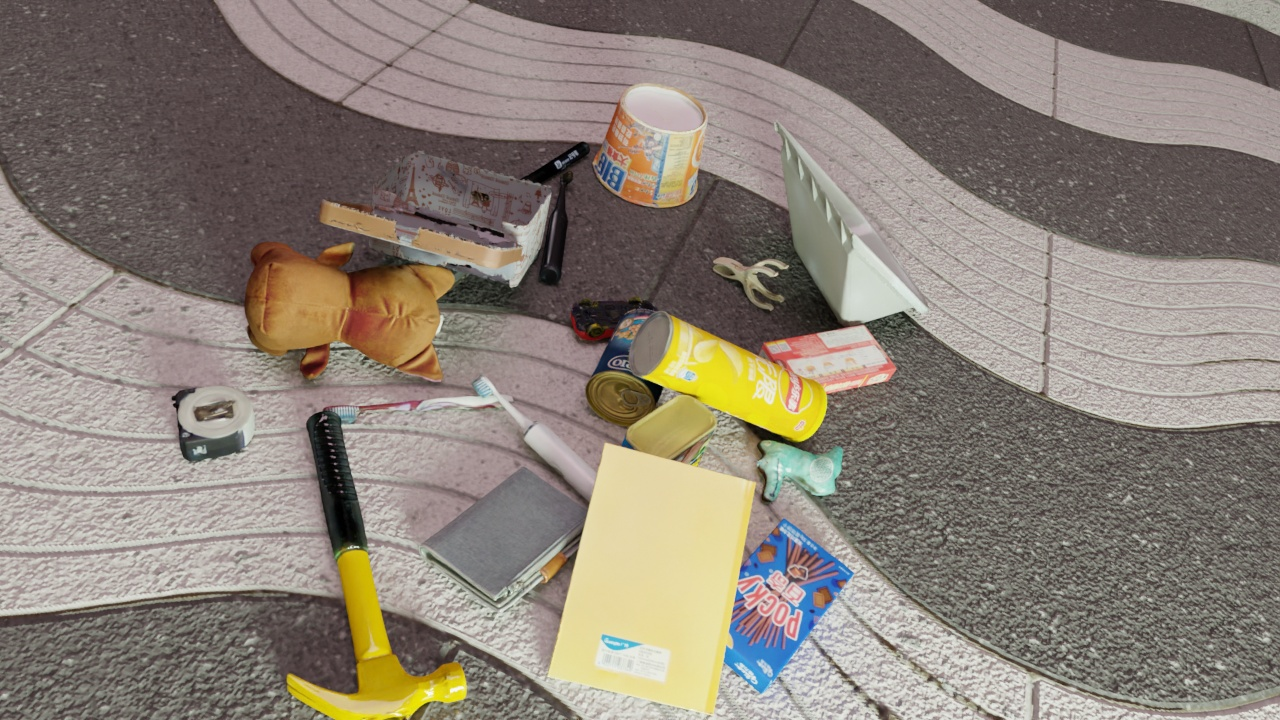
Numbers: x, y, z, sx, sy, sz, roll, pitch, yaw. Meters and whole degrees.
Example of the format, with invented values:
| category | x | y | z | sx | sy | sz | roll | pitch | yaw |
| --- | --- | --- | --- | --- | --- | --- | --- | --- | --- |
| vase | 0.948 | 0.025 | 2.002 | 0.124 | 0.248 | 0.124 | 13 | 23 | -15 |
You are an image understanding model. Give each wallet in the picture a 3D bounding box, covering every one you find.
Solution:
| category | x | y | z | sx | sy | sz | roll | pitch | yaw |
| --- | --- | --- | --- | --- | --- | --- | --- | --- | --- |
| wallet | -0.114 | 0.161 | 0.823 | 0.106 | 0.037 | 0.129 | 29 | 44 | 26 |

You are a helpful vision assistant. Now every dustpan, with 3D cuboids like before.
| category | x | y | z | sx | sy | sz | roll | pitch | yaw |
| --- | --- | --- | --- | --- | --- | --- | --- | --- | --- |
| dustpan | 0.281 | -0.161 | 1.148 | 0.142 | 0.258 | 0.222 | -20 | 52 | -3 |

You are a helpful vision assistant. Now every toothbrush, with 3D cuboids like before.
| category | x | y | z | sx | sy | sz | roll | pitch | yaw |
| --- | --- | --- | --- | --- | --- | --- | --- | --- | --- |
| toothbrush | -0.217 | 0.048 | 0.913 | 0.187 | 0.016 | 0.017 | -3 | 56 | -20 |
| toothbrush | -0.102 | -0.174 | 1.153 | 0.026 | 0.027 | 0.212 | 41 | 35 | -32 |
| toothbrush | -0.086 | 0.087 | 0.900 | 0.221 | 0.027 | 0.026 | 41 | 63 | 17 |

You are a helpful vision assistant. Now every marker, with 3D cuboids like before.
| category | x | y | z | sx | sy | sz | roll | pitch | yaw |
| --- | --- | --- | --- | --- | --- | --- | --- | --- | --- |
| marker | -0.115 | -0.264 | 1.242 | 0.022 | 0.020 | 0.131 | 10 | 38 | 35 |

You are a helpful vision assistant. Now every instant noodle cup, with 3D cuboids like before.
| category | x | y | z | sx | sy | sz | roll | pitch | yaw |
| --- | --- | --- | --- | --- | --- | --- | --- | --- | --- |
| instant noodle cup | 0.019 | -0.298 | 1.250 | 0.151 | 0.112 | 0.151 | 9 | 45 | -10 |

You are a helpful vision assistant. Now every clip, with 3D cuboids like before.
| category | x | y | z | sx | sy | sz | roll | pitch | yaw |
| --- | --- | --- | --- | --- | --- | --- | --- | --- | --- |
| clip | 0.143 | -0.112 | 1.146 | 0.101 | 0.097 | 0.034 | 46 | 50 | 11 |

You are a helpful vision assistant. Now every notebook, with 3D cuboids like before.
| category | x | y | z | sx | sy | sz | roll | pitch | yaw |
| --- | --- | --- | --- | --- | --- | --- | --- | --- | --- |
| notebook | 0.014 | 0.185 | 0.798 | 0.146 | 0.010 | 0.206 | 14 | 69 | -4 |

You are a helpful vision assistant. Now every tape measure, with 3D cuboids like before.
| category | x | y | z | sx | sy | sz | roll | pitch | yaw |
| --- | --- | --- | --- | --- | --- | --- | --- | --- | --- |
| tape measure | -0.389 | 0.055 | 0.840 | 0.066 | 0.034 | 0.065 | -11 | 53 | -26 |

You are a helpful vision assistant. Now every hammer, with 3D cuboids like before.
| category | x | y | z | sx | sy | sz | roll | pitch | yaw |
| --- | --- | --- | --- | --- | --- | --- | --- | --- | --- |
| hammer | -0.246 | 0.166 | 0.780 | 0.128 | 0.033 | 0.300 | -7 | 50 | -25 |

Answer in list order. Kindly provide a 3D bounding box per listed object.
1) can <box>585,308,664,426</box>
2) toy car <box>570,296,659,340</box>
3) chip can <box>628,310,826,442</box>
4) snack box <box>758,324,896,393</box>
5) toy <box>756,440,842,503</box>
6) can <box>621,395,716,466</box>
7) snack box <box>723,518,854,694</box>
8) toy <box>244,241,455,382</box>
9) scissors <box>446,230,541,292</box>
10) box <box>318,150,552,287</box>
| category | x | y | z | sx | sy | sz | roll | pitch | yaw |
| --- | --- | --- | --- | --- | --- | --- | --- | --- | --- |
| can | -0.006 | 0.006 | 0.978 | 0.075 | 0.075 | 0.110 | 21 | 44 | 3 |
| toy car | -0.027 | -0.046 | 1.051 | 0.106 | 0.031 | 0.049 | -6 | 50 | -21 |
| chip can | 0.093 | 0.018 | 0.944 | 0.213 | 0.072 | 0.072 | 24 | 39 | -29 |
| snack box | 0.221 | 0.002 | 1.088 | 0.152 | 0.026 | 0.075 | -10 | 52 | -25 |
| toy | 0.162 | 0.116 | 0.960 | 0.092 | 0.030 | 0.096 | 19 | 52 | 7 |
| can | 0.021 | 0.091 | 0.898 | 0.057 | 0.083 | 0.101 | 41 | 50 | 21 |
| snack box | 0.123 | 0.222 | 0.846 | 0.084 | 0.026 | 0.156 | 37 | 48 | 17 |
| toy | -0.291 | -0.049 | 0.925 | 0.199 | 0.140 | 0.130 | 5 | 5 | -15 |
| scissors | -0.209 | -0.135 | 1.088 | 0.184 | 0.019 | 0.129 | -26 | 59 | -37 |
| box | -0.207 | -0.140 | 0.967 | 0.178 | 0.103 | 0.260 | 15 | 29 | 0 |
